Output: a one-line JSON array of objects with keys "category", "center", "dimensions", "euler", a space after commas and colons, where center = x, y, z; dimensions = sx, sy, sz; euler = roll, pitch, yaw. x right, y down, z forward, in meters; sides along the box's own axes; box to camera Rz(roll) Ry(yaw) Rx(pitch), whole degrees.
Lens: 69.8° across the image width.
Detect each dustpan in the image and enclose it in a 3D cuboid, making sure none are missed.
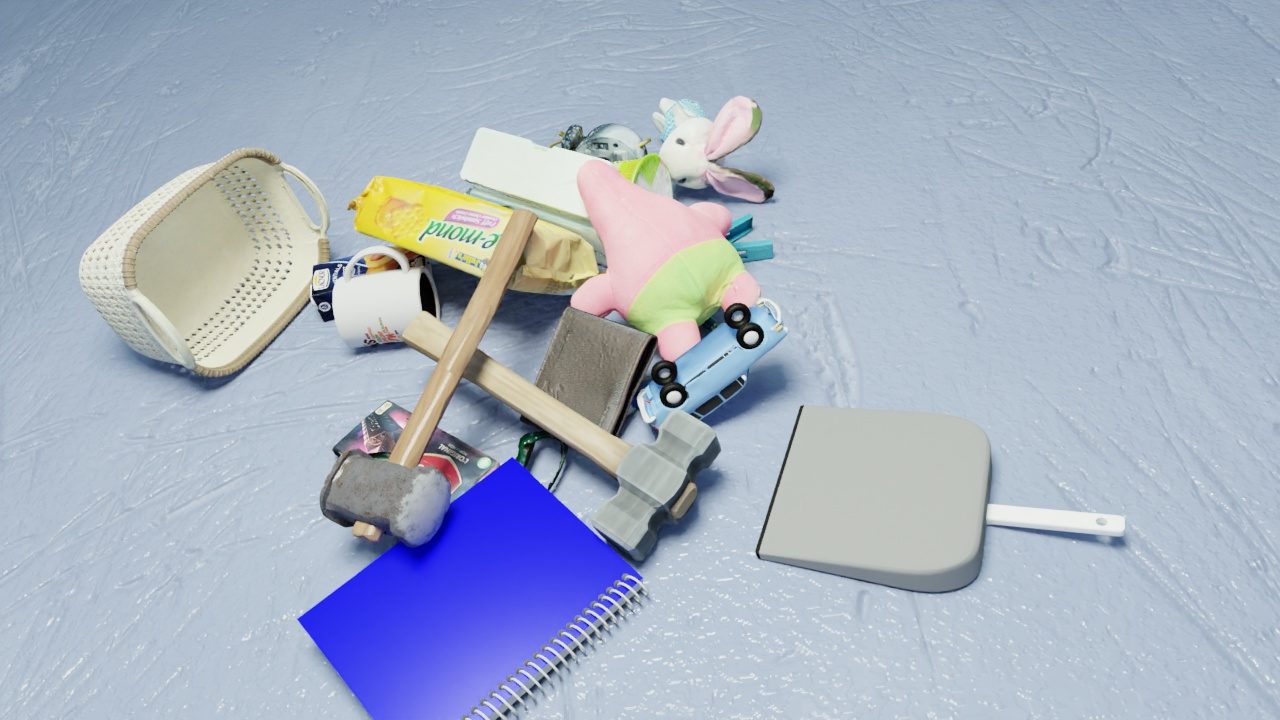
[{"category": "dustpan", "center": [0.237, 0.110, 0.723], "dimensions": [0.258, 0.033, 0.162], "euler": [2, 44, 26]}]

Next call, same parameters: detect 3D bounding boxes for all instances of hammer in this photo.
[{"category": "hammer", "center": [-0.159, 0.002, 0.783], "dimensions": [0.098, 0.052, 0.327], "euler": [8, 62, 30]}, {"category": "hammer", "center": [-0.088, 0.041, 0.799], "dimensions": [0.323, 0.051, 0.117], "euler": [30, 74, 27]}]

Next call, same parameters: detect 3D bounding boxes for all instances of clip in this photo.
[{"category": "clip", "center": [0.082, -0.110, 0.987], "dimensions": [0.127, 0.028, 0.113], "euler": [-11, 41, -1]}]

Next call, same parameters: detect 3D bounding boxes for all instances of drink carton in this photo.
[{"category": "drink carton", "center": [-0.301, -0.091, 1.032], "dimensions": [0.130, 0.040, 0.064], "euler": [-15, 43, -4]}]

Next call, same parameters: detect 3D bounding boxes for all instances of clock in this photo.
[{"category": "clock", "center": [-0.049, -0.237, 1.099], "dimensions": [0.129, 0.090, 0.052], "euler": [4, 40, 11]}]

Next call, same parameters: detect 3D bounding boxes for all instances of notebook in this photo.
[{"category": "notebook", "center": [-0.125, 0.188, 0.701], "dimensions": [0.208, 0.022, 0.171], "euler": [-37, 57, -25]}]

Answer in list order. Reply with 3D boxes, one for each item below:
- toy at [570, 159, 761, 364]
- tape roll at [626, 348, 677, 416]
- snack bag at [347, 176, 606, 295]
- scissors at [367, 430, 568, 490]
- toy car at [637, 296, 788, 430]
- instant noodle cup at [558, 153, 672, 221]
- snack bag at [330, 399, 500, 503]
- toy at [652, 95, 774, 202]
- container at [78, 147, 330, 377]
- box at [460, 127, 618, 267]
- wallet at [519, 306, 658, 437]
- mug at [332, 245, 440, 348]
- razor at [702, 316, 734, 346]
[{"category": "toy", "center": [0.010, -0.106, 0.898], "dimensions": [0.192, 0.097, 0.236], "euler": [-33, 70, -13]}, {"category": "tape roll", "center": [-0.005, 0.005, 0.887], "dimensions": [0.091, 0.016, 0.093], "euler": [-31, 47, -20]}, {"category": "snack bag", "center": [-0.171, -0.132, 0.960], "dimensions": [0.247, 0.068, 0.159], "euler": [22, 12, 23]}, {"category": "scissors", "center": [-0.164, 0.118, 0.782], "dimensions": [0.204, 0.015, 0.201], "euler": [20, 53, 13]}, {"category": "toy car", "center": [0.066, 0.006, 0.812], "dimensions": [0.153, 0.055, 0.056], "euler": [-38, 27, 10]}, {"category": "instant noodle cup", "center": [-0.032, -0.184, 1.043], "dimensions": [0.108, 0.099, 0.098], "euler": [6, 45, 29]}, {"category": "snack bag", "center": [-0.207, 0.090, 0.840], "dimensions": [0.155, 0.018, 0.074], "euler": [24, 53, 29]}, {"category": "toy", "center": [0.057, -0.259, 1.078], "dimensions": [0.105, 0.131, 0.205], "euler": [-26, 41, -15]}, {"category": "container", "center": [-0.465, -0.107, 0.988], "dimensions": [0.143, 0.185, 0.245], "euler": [2, 42, 28]}, {"category": "box", "center": [-0.110, -0.182, 1.025], "dimensions": [0.198, 0.126, 0.075], "euler": [22, 53, 30]}, {"category": "wallet", "center": [-0.049, 0.017, 0.843], "dimensions": [0.099, 0.031, 0.120], "euler": [19, 81, 28]}, {"category": "mug", "center": [-0.267, -0.069, 0.955], "dimensions": [0.089, 0.105, 0.073], "euler": [-7, 31, 3]}, {"category": "razor", "center": [0.058, -0.049, 0.931], "dimensions": [0.042, 0.022, 0.144], "euler": [-38, 43, -8]}]
